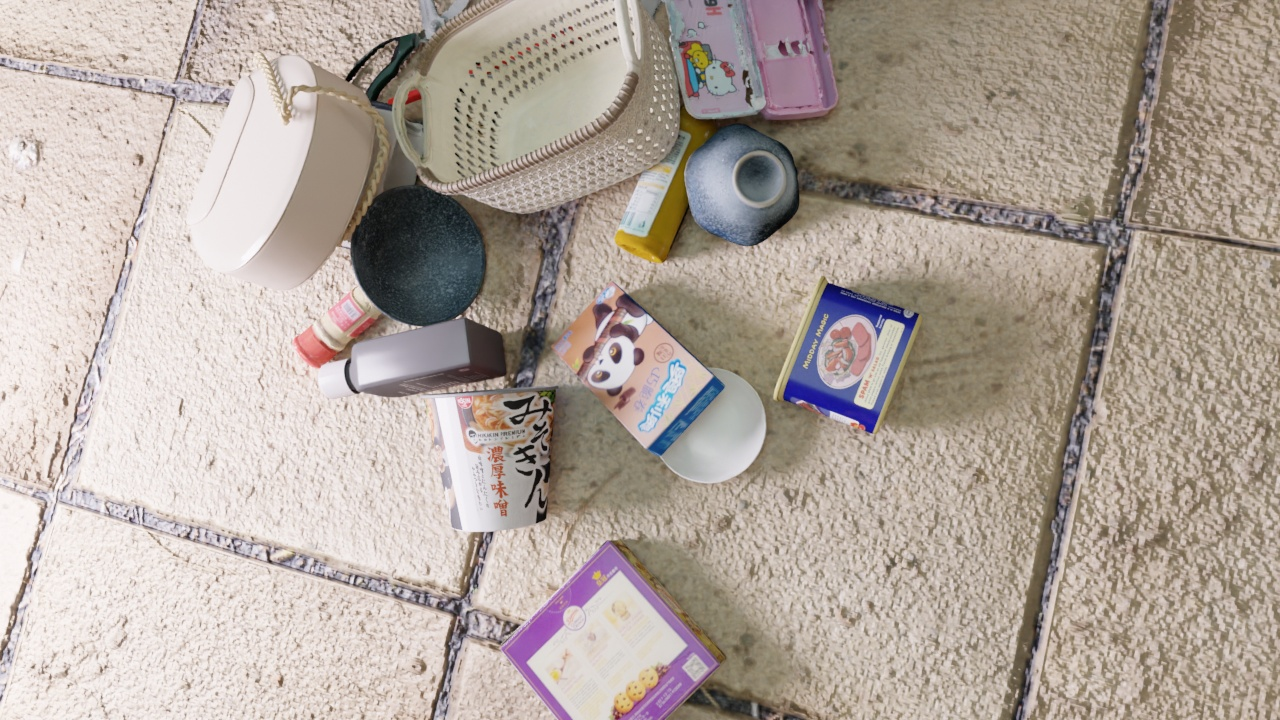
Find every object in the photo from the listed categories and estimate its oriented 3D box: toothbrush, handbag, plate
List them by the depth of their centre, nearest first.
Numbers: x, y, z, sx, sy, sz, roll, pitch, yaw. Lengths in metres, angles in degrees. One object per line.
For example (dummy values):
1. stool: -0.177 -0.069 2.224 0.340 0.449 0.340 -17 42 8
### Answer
1. plate: 0.063 0.059 0.832 0.104 0.026 0.104 -2 82 14
2. handbag: -0.344 -0.177 0.859 0.209 0.103 0.210 22 91 43
3. toothbrush: -0.161 -0.303 0.938 0.212 0.012 0.018 -19 79 4
4. handbag: -0.324 -0.196 0.946 0.176 0.074 0.151 14 86 20

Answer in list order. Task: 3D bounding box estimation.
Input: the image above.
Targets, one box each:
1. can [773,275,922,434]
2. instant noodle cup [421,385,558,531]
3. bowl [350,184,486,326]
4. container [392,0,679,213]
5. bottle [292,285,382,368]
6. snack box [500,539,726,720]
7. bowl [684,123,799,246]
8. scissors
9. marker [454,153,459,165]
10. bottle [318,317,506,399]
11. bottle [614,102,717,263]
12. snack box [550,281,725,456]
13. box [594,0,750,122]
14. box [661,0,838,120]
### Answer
1. can: 0.181 -0.003 0.796 0.092 0.056 0.116 21 87 15
2. instant noodle cup: -0.133 0.088 0.837 0.124 0.123 0.121 -4 90 14
3. bowl: -0.226 -0.099 0.903 0.057 0.137 0.137 -4 78 54
4. container: -0.084 -0.236 0.828 0.247 0.142 0.184 -15 70 28
5. bottle: -0.300 -0.039 0.931 0.109 0.044 0.044 -40 74 5
6. snack box: -0.025 0.261 0.817 0.143 0.040 0.148 -45 74 4
7. bowl: 0.098 -0.159 0.822 0.110 0.055 0.110 -1 93 -11
8. scissors: -0.240 -0.312 0.972 0.203 0.015 0.201 -19 78 12
9. marker: -0.221 -0.155 0.944 0.022 0.016 0.138 31 91 48
10. bottle: -0.226 0.004 0.885 0.174 0.083 0.046 -12 79 13
11. bottle: 0.035 -0.186 0.862 0.053 0.053 0.186 22 87 16
12. snack box: -0.005 0.005 0.834 0.087 0.034 0.151 -48 58 4
13. box: 0.007 -0.429 0.963 0.174 0.421 0.167 22 87 54
14. box: 0.095 -0.316 0.850 0.152 0.038 0.201 -8 79 -10
